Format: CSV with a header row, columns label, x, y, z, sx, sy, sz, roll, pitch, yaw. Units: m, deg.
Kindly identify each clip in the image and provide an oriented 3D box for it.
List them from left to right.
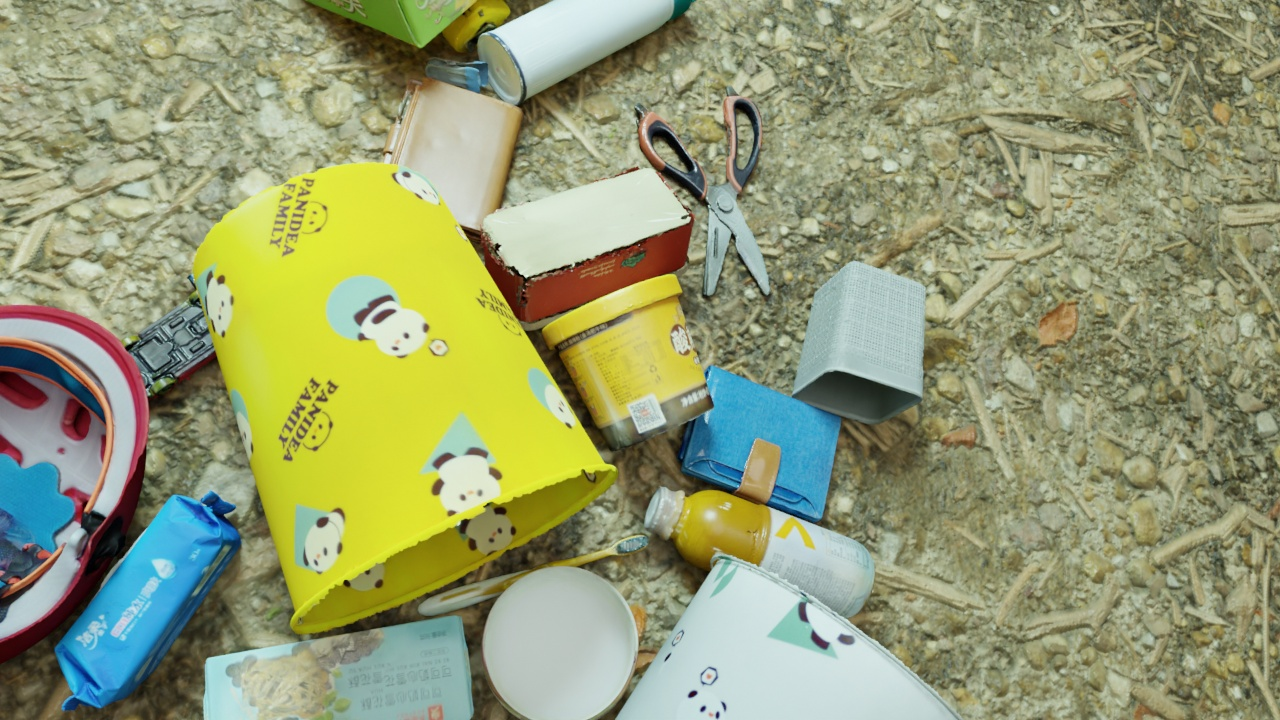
label,x,y,z,sx,sy,sz,roll,pitch,yaw
clip,-0.166,-0.257,0.821,0.058,0.027,0.045,10,44,8

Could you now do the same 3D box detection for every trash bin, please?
label,x,y,z,sx,sy,sz,roll,pitch,yaw
trash bin,-0.174,0.020,0.638,0.229,0.230,0.255,-23,76,-21
trash bin,0.067,0.302,0.621,0.229,0.230,0.251,41,72,-1

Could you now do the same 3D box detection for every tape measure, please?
label,x,y,z,sx,sy,sz,roll,pitch,yaw
tape measure,-0.148,-0.301,0.823,0.029,0.057,0.059,51,27,0

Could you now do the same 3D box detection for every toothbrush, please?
label,x,y,z,sx,sy,sz,roll,pitch,yaw
toothbrush,-0.080,0.168,0.722,0.191,0.018,0.016,-13,76,-19

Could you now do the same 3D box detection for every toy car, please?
label,x,y,z,sx,sy,sz,roll,pitch,yaw
toy car,-0.349,-0.011,0.693,0.106,0.031,0.049,-41,87,-24

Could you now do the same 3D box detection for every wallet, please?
label,x,y,z,sx,sy,sz,roll,pitch,yaw
wallet,-0.166,-0.176,0.795,0.107,0.031,0.131,15,69,-13
wallet,0.105,0.072,0.795,0.133,0.040,0.106,22,65,-8

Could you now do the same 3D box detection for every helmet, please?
label,x,y,z,sx,sy,sz,roll,pitch,yaw
helmet,-0.425,0.091,0.584,0.207,0.144,0.239,32,54,2

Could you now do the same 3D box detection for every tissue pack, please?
label,x,y,z,sx,sy,sz,roll,pitch,yaw
tissue pack,-0.329,0.158,0.614,0.052,0.095,0.156,32,69,-7

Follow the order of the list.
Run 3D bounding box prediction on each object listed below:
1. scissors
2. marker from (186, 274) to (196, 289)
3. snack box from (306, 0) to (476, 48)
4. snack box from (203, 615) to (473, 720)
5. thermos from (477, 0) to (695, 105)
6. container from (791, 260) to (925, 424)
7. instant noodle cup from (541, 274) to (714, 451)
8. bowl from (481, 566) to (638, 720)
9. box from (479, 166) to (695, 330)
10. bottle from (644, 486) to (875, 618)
label,x,y,z,sx,sy,sz,roll,pitch,yaw
scissors,0.072,-0.167,0.869,0.226,0.015,0.188,45,67,0
marker,-0.303,-0.097,0.739,0.130,0.018,0.023,-38,130,-23
snack box,-0.185,-0.379,0.796,0.158,0.070,0.209,29,65,25
snack box,-0.210,0.232,0.648,0.174,0.052,0.074,-6,75,-17
thermos,-0.043,-0.317,0.855,0.223,0.073,0.073,-36,86,-23
container,0.199,-0.017,0.820,0.090,0.090,0.114,18,67,-11
instant noodle cup,-0.004,0.004,0.745,0.118,0.119,0.114,-22,88,-21
bowl,-0.060,0.216,0.685,0.113,0.062,0.113,2,65,-5
box,-0.044,-0.103,0.768,0.168,0.080,0.091,-22,57,-21
bottle,0.096,0.153,0.749,0.189,0.068,0.068,22,69,-9
